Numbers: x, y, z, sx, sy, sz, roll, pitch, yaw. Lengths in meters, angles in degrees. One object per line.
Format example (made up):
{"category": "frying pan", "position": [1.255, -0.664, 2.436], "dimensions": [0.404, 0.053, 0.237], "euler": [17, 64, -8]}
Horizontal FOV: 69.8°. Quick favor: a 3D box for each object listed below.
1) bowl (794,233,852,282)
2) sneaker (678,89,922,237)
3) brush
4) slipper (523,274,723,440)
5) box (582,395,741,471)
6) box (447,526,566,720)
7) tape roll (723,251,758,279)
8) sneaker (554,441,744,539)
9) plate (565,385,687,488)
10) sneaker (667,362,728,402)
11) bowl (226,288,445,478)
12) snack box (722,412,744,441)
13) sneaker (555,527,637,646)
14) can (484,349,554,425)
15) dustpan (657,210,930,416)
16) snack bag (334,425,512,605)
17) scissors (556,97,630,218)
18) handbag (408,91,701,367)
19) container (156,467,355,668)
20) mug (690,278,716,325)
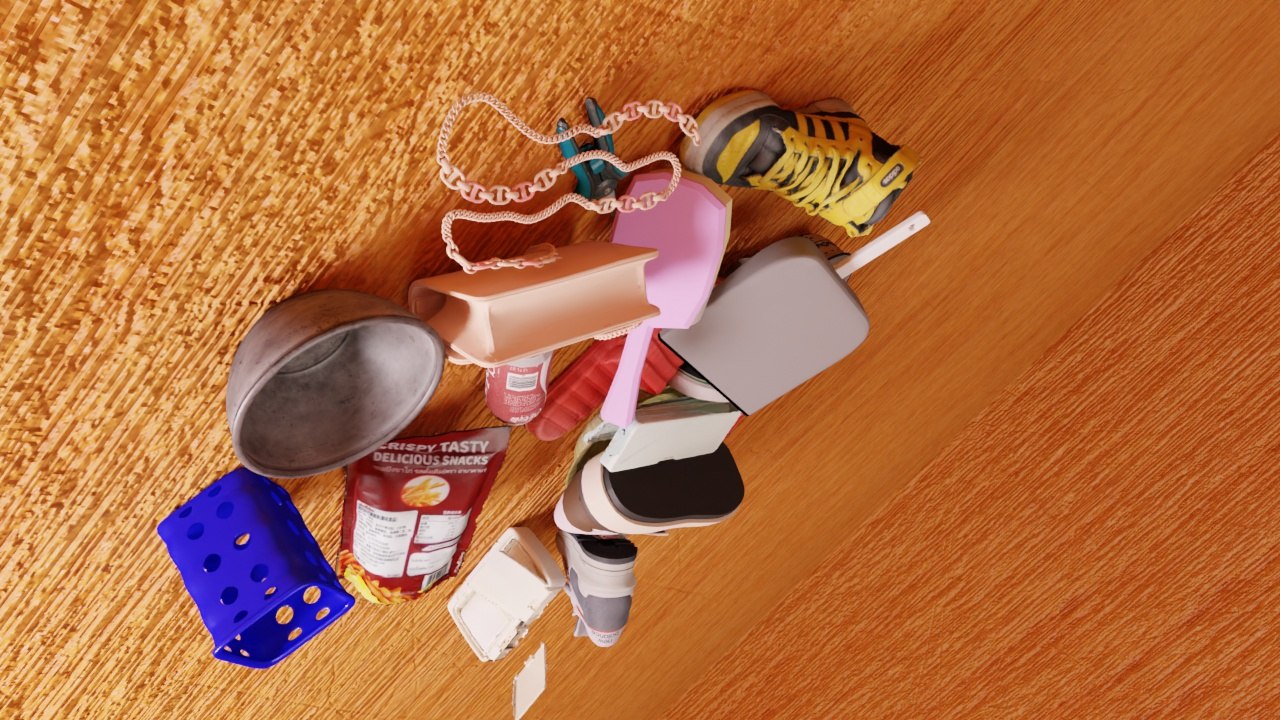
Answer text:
{"category": "bowl", "position": [0.170, -0.090, 1.001], "dimensions": [0.115, 0.059, 0.116], "euler": [-32, 154, -18]}
{"category": "sneaker", "position": [0.144, -0.161, 0.774], "dimensions": [0.237, 0.122, 0.086], "euler": [-17, 145, -44]}
{"category": "brush", "position": [0.010, -0.047, 0.762], "dimensions": [0.043, 0.089, 0.229], "euler": [-53, 161, -59]}
{"category": "slipper", "position": [-0.005, 0.005, 0.910], "dimensions": [0.249, 0.059, 0.103], "euler": [-39, 156, -1]}
{"category": "box", "position": [0.032, 0.071, 0.976], "dimensions": [0.086, 0.072, 0.198], "euler": [-24, 168, 37]}
{"category": "box", "position": [-0.146, 0.297, 1.046], "dimensions": [0.144, 0.181, 0.080], "euler": [-53, 149, 14]}
{"category": "tape roll", "position": [0.127, -0.064, 0.941], "dimensions": [0.030, 0.093, 0.094], "euler": [-24, 150, -33]}
{"category": "sneaker", "position": [0.012, 0.158, 1.068], "dimensions": [0.117, 0.111, 0.293], "euler": [-29, 166, 31]}
{"category": "plate", "position": [-0.019, 0.080, 1.039], "dimensions": [0.184, 0.036, 0.185], "euler": [-32, 155, -18]}
{"category": "sneaker", "position": [0.111, -0.015, 1.030], "dimensions": [0.234, 0.084, 0.079], "euler": [-15, 132, -50]}
{"category": "bowl", "position": [-0.209, 0.005, 0.604], "dimensions": [0.144, 0.067, 0.145], "euler": [-32, 154, -18]}
{"category": "snack box", "position": [0.075, 0.077, 1.170], "dimensions": [0.132, 0.036, 0.152], "euler": [-8, 139, -50]}
{"category": "sneaker", "position": [-0.055, 0.263, 1.085], "dimensions": [0.089, 0.124, 0.240], "euler": [3, 178, -9]}
{"category": "can", "position": [-0.104, 0.011, 0.782], "dimensions": [0.053, 0.054, 0.097], "euler": [-26, 152, -29]}
{"category": "dustpan", "position": [0.163, -0.057, 0.876], "dimensions": [0.258, 0.033, 0.163], "euler": [-33, 133, 20]}
{"category": "snack bag", "position": [-0.203, 0.139, 0.825], "dimensions": [0.138, 0.066, 0.208], "euler": [2, 135, -25]}
{"category": "scissors", "position": [-0.039, -0.139, 0.672], "dimensions": [0.134, 0.019, 0.130], "euler": [-14, 151, -44]}
{"category": "handbag", "position": [-0.069, -0.103, 0.648], "dimensions": [0.198, 0.117, 0.187], "euler": [-18, 117, -33]}
{"category": "container", "position": [-0.286, 0.153, 0.682], "dimensions": [0.085, 0.113, 0.084], "euler": [-37, 155, -10]}
{"category": "mug", "position": [0.041, -0.095, 0.816], "dimensions": [0.107, 0.071, 0.090], "euler": [-54, 167, -56]}
